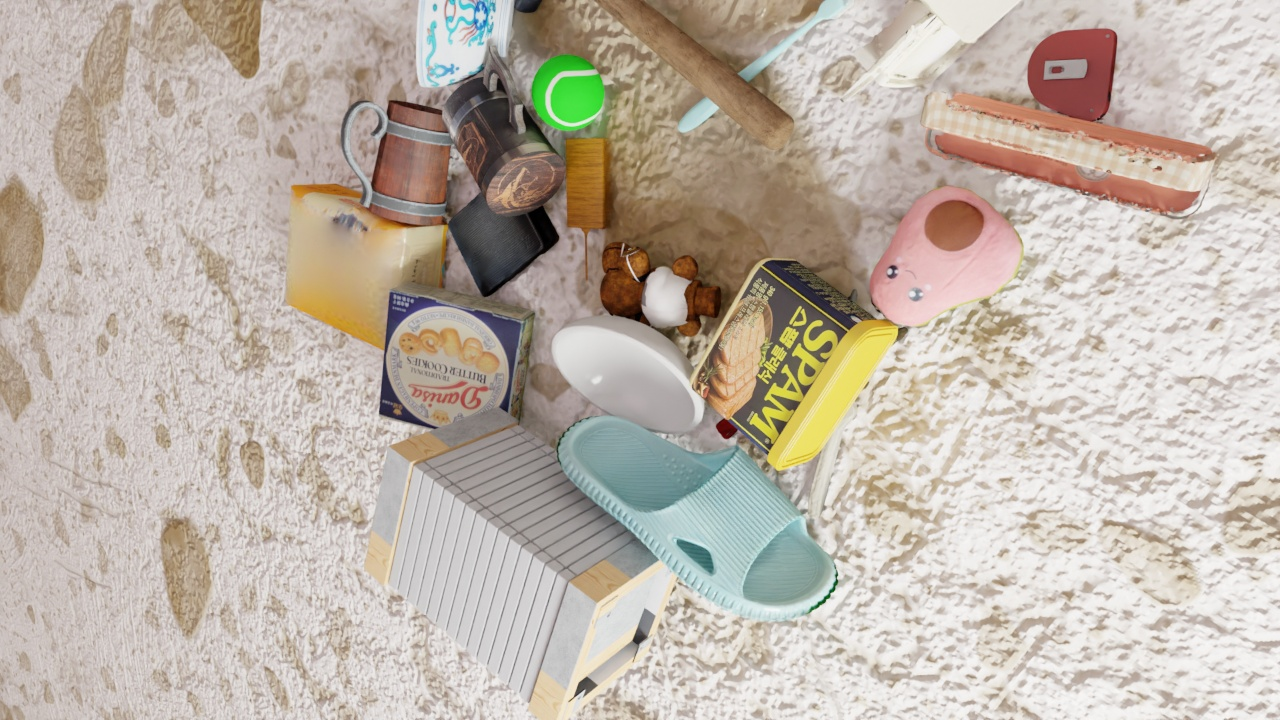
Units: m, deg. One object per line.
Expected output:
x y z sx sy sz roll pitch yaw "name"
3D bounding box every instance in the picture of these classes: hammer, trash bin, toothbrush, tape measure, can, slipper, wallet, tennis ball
0.008 -0.279 0.770 0.322 0.040 0.130 46 127 22 "hammer"
-0.108 0.179 0.848 0.247 0.142 0.143 30 118 26 "trash bin"
0.095 -0.236 0.739 0.181 0.016 0.016 -30 84 38 "toothbrush"
0.285 -0.188 0.609 0.051 0.019 0.059 9 106 34 "tape measure"
0.116 0.000 0.725 0.104 0.075 0.135 42 117 27 "can"
0.043 0.120 0.787 0.276 0.115 0.070 33 143 23 "slipper"
-0.143 -0.128 0.928 0.115 0.026 0.089 -33 82 36 "wallet"
-0.065 -0.240 0.822 0.065 0.065 0.065 9 105 34 "tennis ball"

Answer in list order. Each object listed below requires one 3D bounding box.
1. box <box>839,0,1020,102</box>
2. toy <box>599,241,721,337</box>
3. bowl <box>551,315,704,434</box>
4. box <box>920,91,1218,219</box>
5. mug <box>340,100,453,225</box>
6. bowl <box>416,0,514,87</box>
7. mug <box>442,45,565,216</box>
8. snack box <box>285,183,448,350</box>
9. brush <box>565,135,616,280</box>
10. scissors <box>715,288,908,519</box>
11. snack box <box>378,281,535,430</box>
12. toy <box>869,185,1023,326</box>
0.198 -0.216 0.565 0.080 0.179 0.144 56 132 11 "box"
0.015 -0.059 0.811 0.113 0.067 0.087 6 122 18 "toy"
-0.005 0.005 0.821 0.149 0.043 0.150 23 150 14 "bowl"
0.275 -0.138 0.610 0.187 0.056 0.067 24 145 31 "box"
-0.248 -0.204 0.934 0.081 0.117 0.111 34 116 46 "mug"
-0.158 -0.321 0.851 0.074 0.143 0.144 8 110 -7 "bowl"
-0.125 -0.212 0.847 0.107 0.079 0.116 58 146 24 "mug"
-0.315 -0.106 1.022 0.195 0.080 0.145 22 112 30 "snack box"
-0.048 -0.144 0.860 0.048 0.017 0.126 9 105 34 "brush"
0.144 0.043 0.767 0.199 0.015 0.179 -15 90 36 "scissors"
-0.192 0.004 0.952 0.144 0.042 0.145 13 109 8 "snack box"
0.216 -0.069 0.666 0.090 0.051 0.110 50 124 18 "toy"
